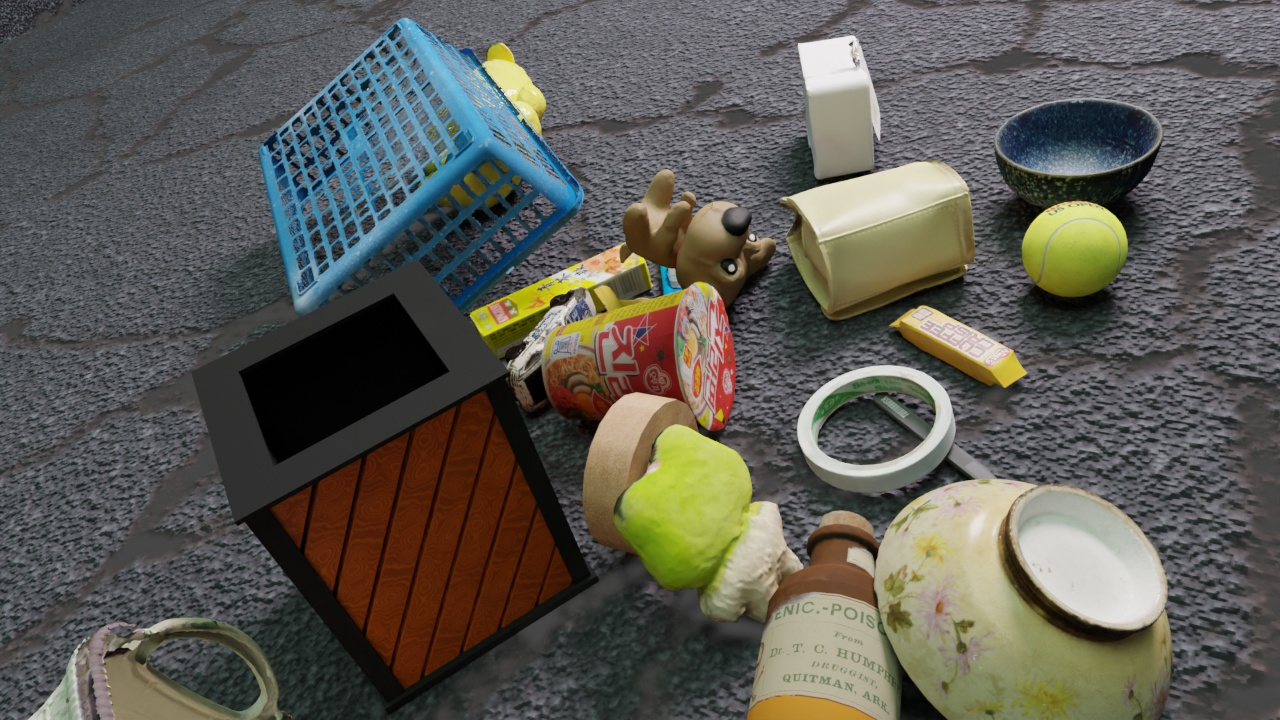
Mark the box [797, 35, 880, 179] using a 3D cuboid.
[{"bbox_3d":[0.194,-0.234,0.822,0.095,0.102,0.107,-8,40,8],"label":"box"}]

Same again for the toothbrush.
[{"bbox_3d":[0.194,0.062,0.547,0.012,0.013,0.167,-28,38,-12],"label":"toothbrush"}]

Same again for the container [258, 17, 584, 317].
[{"bbox_3d":[-0.227,-0.167,0.825,0.257,0.089,0.362,-40,44,5],"label":"container"}]

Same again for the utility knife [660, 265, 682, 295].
[{"bbox_3d":[0.028,-0.080,0.770,0.031,0.015,0.174,-1,39,-3],"label":"utility knife"}]

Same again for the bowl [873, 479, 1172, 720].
[{"bbox_3d":[0.187,0.103,0.417,0.145,0.063,0.145,8,48,-10],"label":"bowl"}]

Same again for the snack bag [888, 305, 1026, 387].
[{"bbox_3d":[0.212,-0.011,0.619,0.026,0.020,0.099,-33,41,-16],"label":"snack bag"}]

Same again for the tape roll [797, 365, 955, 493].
[{"bbox_3d":[0.146,0.041,0.574,0.094,0.018,0.093,-16,39,13],"label":"tape roll"}]

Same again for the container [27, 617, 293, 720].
[{"bbox_3d":[-0.178,0.233,0.357,0.143,0.185,0.252,-41,45,-14],"label":"container"}]

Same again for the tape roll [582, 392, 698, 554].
[{"bbox_3d":[0.002,0.067,0.545,0.027,0.094,0.093,9,46,28],"label":"tape roll"}]

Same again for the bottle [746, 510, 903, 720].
[{"bbox_3d":[0.093,0.142,0.446,0.068,0.068,0.156,0,42,20],"label":"bottle"}]

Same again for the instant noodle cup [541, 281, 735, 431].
[{"bbox_3d":[-0.004,0.004,0.630,0.113,0.100,0.100,-7,40,24],"label":"instant noodle cup"}]

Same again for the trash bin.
[{"bbox_3d":[-0.137,0.069,0.530,0.139,0.172,0.139,-30,41,-15],"label":"trash bin"}]

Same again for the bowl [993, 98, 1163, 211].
[{"bbox_3d":[0.332,-0.147,0.703,0.114,0.061,0.114,-12,40,10],"label":"bowl"}]

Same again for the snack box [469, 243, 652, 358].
[{"bbox_3d":[-0.065,-0.050,0.757,0.148,0.029,0.040,-26,40,-10],"label":"snack box"}]

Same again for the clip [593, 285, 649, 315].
[{"bbox_3d":[-0.011,-0.037,0.730,0.048,0.046,0.054,-52,38,13],"label":"clip"}]

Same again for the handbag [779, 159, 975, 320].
[{"bbox_3d":[0.178,-0.099,0.693,0.119,0.081,0.111,-18,32,1],"label":"handbag"}]

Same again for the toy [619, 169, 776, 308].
[{"bbox_3d":[0.040,-0.085,0.698,0.108,0.106,0.133,31,51,4],"label":"toy"}]

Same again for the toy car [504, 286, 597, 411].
[{"bbox_3d":[-0.061,-0.010,0.693,0.041,0.048,0.112,6,45,32],"label":"toy car"}]

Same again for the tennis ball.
[{"bbox_3d":[0.296,-0.076,0.628,0.065,0.065,0.065,-10,40,8],"label":"tennis ball"}]

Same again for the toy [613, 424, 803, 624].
[{"bbox_3d":[0.043,0.096,0.502,0.043,0.118,0.092,-40,11,49],"label":"toy"}]

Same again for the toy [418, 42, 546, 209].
[{"bbox_3d":[-0.164,-0.240,0.968,0.149,0.084,0.213,-35,37,9],"label":"toy"}]
